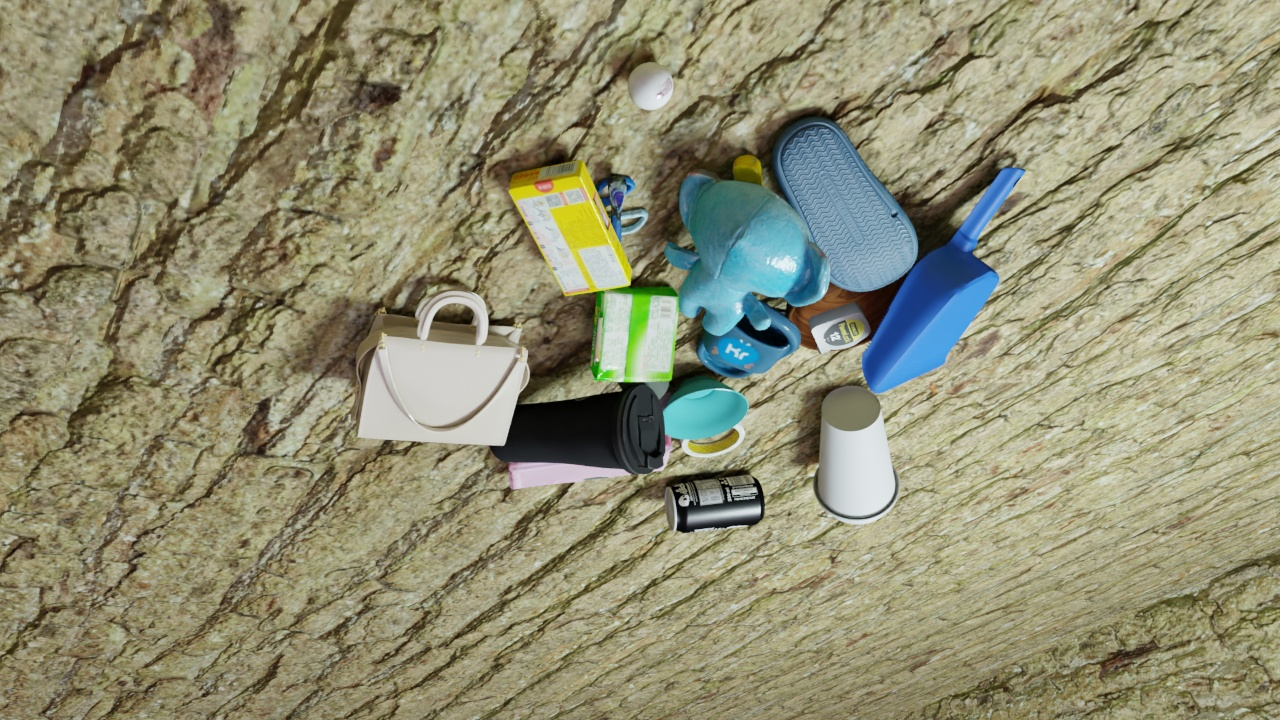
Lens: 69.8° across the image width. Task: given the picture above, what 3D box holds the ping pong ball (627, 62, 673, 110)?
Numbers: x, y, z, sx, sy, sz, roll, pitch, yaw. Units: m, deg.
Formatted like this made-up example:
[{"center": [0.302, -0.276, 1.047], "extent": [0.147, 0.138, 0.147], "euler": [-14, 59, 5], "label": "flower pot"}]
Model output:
[{"center": [0.009, -0.240, 0.803], "extent": [0.040, 0.040, 0.040], "euler": [-8, 145, -6], "label": "ping pong ball"}]

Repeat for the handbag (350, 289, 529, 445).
[{"center": [-0.220, 0.000, 1.039], "extent": [0.194, 0.101, 0.198], "euler": [6, 129, -24], "label": "handbag"}]

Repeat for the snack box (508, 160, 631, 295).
[{"center": [-0.067, -0.129, 0.918], "extent": [0.075, 0.025, 0.152], "euler": [-7, 139, 17], "label": "snack box"}]

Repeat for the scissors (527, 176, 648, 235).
[{"center": [-0.052, -0.141, 0.951], "extent": [0.133, 0.020, 0.097], "euler": [-29, 139, 20], "label": "scissors"}]

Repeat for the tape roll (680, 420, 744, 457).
[{"center": [0.104, 0.109, 1.338], "extent": [0.094, 0.019, 0.094], "euler": [-8, 145, -6], "label": "tape roll"}]

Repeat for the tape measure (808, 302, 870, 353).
[{"center": [0.228, -0.036, 1.051], "extent": [0.065, 0.016, 0.064], "euler": [-21, 143, 13], "label": "tape measure"}]

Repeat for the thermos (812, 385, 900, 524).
[{"center": [0.317, 0.138, 1.364], "extent": [0.131, 0.131, 0.222], "euler": [-15, 137, 3], "label": "thermos"}]

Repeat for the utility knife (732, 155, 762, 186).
[{"center": [0.121, -0.149, 0.983], "extent": [0.029, 0.020, 0.186], "euler": [4, 149, 15], "label": "utility knife"}]

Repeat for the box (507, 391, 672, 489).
[{"center": [-0.071, 0.119, 1.277], "extent": [0.232, 0.050, 0.181], "euler": [-7, 144, -8], "label": "box"}]

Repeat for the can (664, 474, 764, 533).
[{"center": [0.117, 0.227, 1.453], "extent": [0.146, 0.080, 0.080], "euler": [-5, 144, -10], "label": "can"}]

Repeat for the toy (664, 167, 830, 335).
[{"center": [0.103, -0.103, 0.945], "extent": [0.183, 0.114, 0.181], "euler": [37, 138, 10], "label": "toy"}]

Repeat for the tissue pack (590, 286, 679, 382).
[{"center": [-0.008, -0.030, 1.048], "extent": [0.099, 0.034, 0.114], "euler": [3, 100, -20], "label": "tissue pack"}]

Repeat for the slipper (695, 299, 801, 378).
[{"center": [0.121, -0.016, 1.080], "extent": [0.104, 0.059, 0.214], "euler": [26, 159, -2], "label": "slipper"}]

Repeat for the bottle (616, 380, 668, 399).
[{"center": [-0.007, 0.007, 1.126], "extent": [0.060, 0.060, 0.108], "euler": [-19, 144, 10], "label": "bottle"}]

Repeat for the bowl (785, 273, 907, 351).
[{"center": [0.234, -0.082, 1.066], "extent": [0.147, 0.068, 0.147], "euler": [-7, 144, -6], "label": "bowl"}]

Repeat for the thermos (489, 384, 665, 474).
[{"center": [-0.080, 0.087, 1.128], "extent": [0.219, 0.105, 0.106], "euler": [-4, 151, 28], "label": "thermos"}]

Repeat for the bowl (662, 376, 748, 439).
[{"center": [0.080, 0.055, 1.231], "extent": [0.121, 0.046, 0.121], "euler": [-8, 145, -6], "label": "bowl"}]

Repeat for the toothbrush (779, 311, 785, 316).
[{"center": [0.165, -0.058, 1.132], "extent": [0.187, 0.017, 0.014], "euler": [5, 145, -28], "label": "toothbrush"}]

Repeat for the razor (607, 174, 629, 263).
[{"center": [-0.028, -0.134, 0.940], "extent": [0.044, 0.018, 0.141], "euler": [-7, 145, -9], "label": "razor"}]

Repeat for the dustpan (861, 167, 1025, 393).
[{"center": [0.361, -0.096, 1.035], "extent": [0.244, 0.059, 0.258], "euler": [-14, 141, -53], "label": "dustpan"}]

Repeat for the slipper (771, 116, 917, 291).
[{"center": [0.203, -0.155, 0.940], "extent": [0.104, 0.059, 0.214], "euler": [-35, 117, 12], "label": "slipper"}]
